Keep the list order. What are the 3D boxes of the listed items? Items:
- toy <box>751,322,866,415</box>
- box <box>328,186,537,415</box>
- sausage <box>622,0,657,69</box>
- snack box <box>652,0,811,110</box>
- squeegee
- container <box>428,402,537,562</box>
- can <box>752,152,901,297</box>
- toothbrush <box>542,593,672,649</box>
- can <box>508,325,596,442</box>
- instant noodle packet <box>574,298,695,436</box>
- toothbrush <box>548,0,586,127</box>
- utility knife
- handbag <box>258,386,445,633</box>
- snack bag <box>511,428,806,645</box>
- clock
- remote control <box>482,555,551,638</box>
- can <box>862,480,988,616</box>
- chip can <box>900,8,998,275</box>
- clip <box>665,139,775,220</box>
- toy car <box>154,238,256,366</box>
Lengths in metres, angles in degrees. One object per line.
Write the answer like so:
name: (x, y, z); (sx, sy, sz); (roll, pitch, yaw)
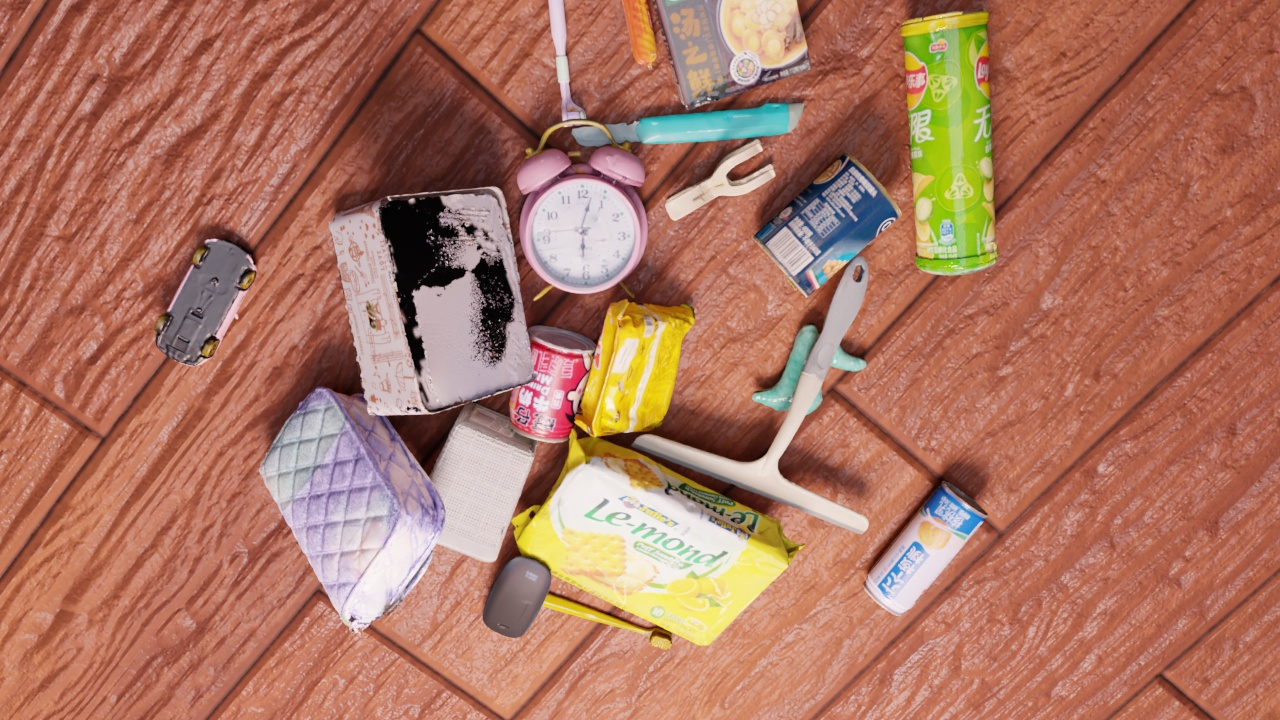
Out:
toy: (0.163, 0.011, 0.873); (0.096, 0.030, 0.092); (14, 107, -9)
box: (-0.201, -0.054, 0.809); (0.178, 0.152, 0.182); (-4, 99, 41)
sausage: (-0.010, -0.330, 0.776); (0.021, 0.021, 0.165); (-12, 106, 2)
snack box: (0.073, -0.292, 0.777); (0.113, 0.053, 0.126); (-18, 111, 4)
squeegee: (0.153, 0.021, 0.839); (0.246, 0.039, 0.247); (22, 102, -9)
container: (-0.153, 0.111, 0.866); (0.090, 0.090, 0.114); (23, 101, -8)
can: (0.163, -0.118, 0.812); (0.111, 0.075, 0.075); (-42, 103, 10)
toothbrush: (-0.056, 0.263, 0.947); (0.190, 0.016, 0.016); (20, 104, -7)
can: (-0.083, 0.022, 0.852); (0.066, 0.066, 0.094); (15, 105, -5)
instant noodle packet: (-0.005, 0.005, 0.838); (0.044, 0.110, 0.128); (29, 110, 36)
toothbrush: (-0.069, -0.298, 0.785); (0.021, 0.029, 0.189); (5, 109, 37)
utility knife: (0.043, -0.208, 0.815); (0.207, 0.013, 0.029); (-5, 108, -2)
handbag: (-0.258, 0.125, 0.822); (0.134, 0.075, 0.194); (-52, 56, 14)
snack bag: (0.011, 0.170, 0.877); (0.246, 0.068, 0.158); (28, 125, -10)
clock: (-0.051, -0.132, 0.812); (0.117, 0.059, 0.158); (-2, 104, -1)
remote control: (-0.125, 0.241, 0.908); (0.053, 0.024, 0.137); (24, 130, -3)
can: (0.281, 0.188, 0.913); (0.053, 0.053, 0.135); (33, 103, -10)
chip can: (0.269, -0.185, 0.797); (0.072, 0.072, 0.221); (-9, 106, 1)
clip: (0.071, -0.156, 0.804); (0.104, 0.083, 0.035); (-30, 105, -4)
toy car: (-0.397, -0.053, 0.842); (0.056, 0.037, 0.122); (29, 91, -12)
